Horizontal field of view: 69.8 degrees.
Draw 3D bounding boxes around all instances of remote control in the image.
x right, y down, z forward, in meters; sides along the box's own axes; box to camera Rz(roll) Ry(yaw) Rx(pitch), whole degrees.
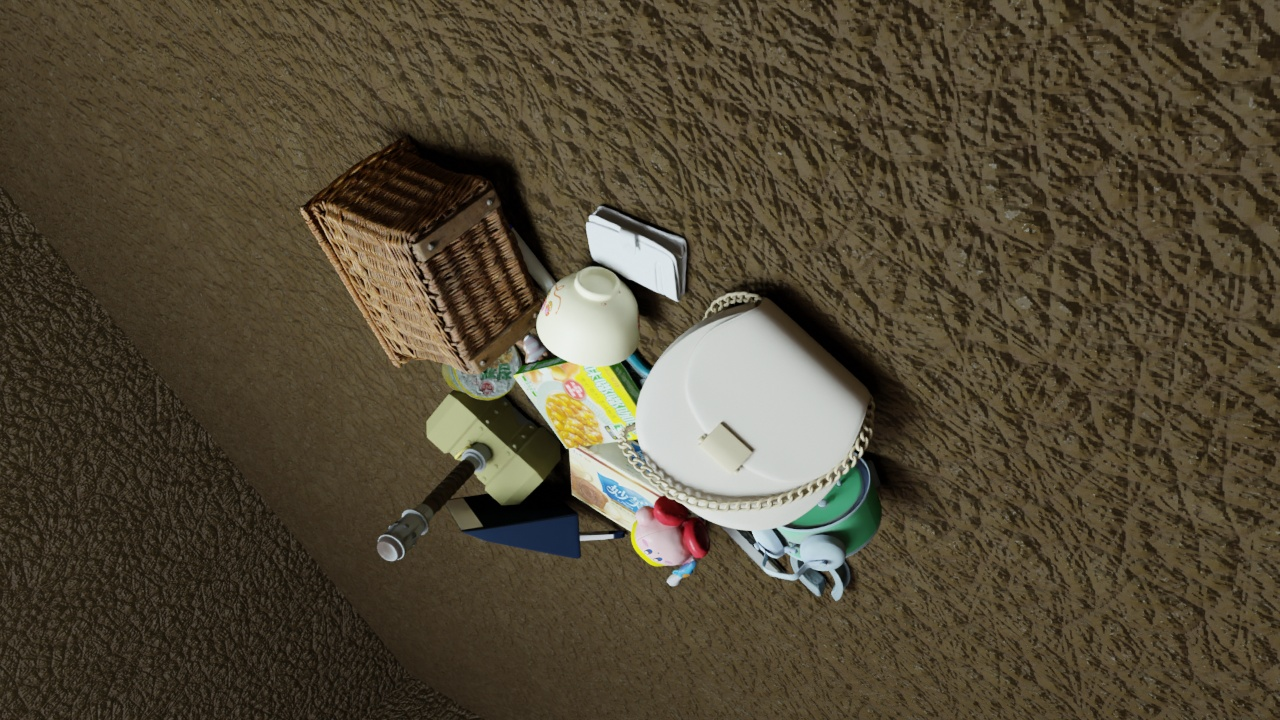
[{"bbox_3d":[0.146,0.249,1.266,0.136,0.013,0.033,46,149,-11],"label":"remote control"}]

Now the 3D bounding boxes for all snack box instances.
[{"bbox_3d":[-0.070,0.051,1.181,0.168,0.027,0.132,-13,119,42],"label":"snack box"},{"bbox_3d":[-0.006,0.185,1.309,0.207,0.055,0.154,28,146,20],"label":"snack box"}]

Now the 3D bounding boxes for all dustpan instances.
[{"bbox_3d":[-0.158,0.262,1.453,0.236,0.272,0.080,-171,76,-71],"label":"dustpan"}]

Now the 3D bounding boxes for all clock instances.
[{"bbox_3d":[0.183,0.165,0.981,0.122,0.161,0.075,8,136,41],"label":"clock"}]

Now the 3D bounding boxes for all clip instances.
[{"bbox_3d":[0.232,0.245,1.158,0.108,0.027,0.163,1,132,44],"label":"clip"}]

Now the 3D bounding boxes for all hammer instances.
[{"bbox_3d":[-0.267,0.175,1.309,0.190,0.323,0.101,43,124,-3],"label":"hammer"}]

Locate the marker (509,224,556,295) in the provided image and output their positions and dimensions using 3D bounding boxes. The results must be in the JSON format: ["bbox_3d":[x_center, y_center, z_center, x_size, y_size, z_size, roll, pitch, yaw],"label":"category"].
[{"bbox_3d":[-0.120,-0.104,1.115,0.020,0.020,0.141,-13,120,53],"label":"marker"}]

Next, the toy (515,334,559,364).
[{"bbox_3d":[-0.136,-0.007,1.230,0.102,0.041,0.055,41,172,-14],"label":"toy"}]

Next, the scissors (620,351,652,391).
[{"bbox_3d":[-0.013,0.007,1.134,0.149,0.019,0.122,18,138,25],"label":"scissors"}]

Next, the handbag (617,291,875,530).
[{"bbox_3d":[0.107,0.057,0.929,0.210,0.103,0.209,42,104,-1],"label":"handbag"}]

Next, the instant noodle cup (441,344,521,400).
[{"bbox_3d":[-0.235,0.009,1.314,0.102,0.102,0.108,51,156,-16],"label":"instant noodle cup"}]

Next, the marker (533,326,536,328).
[{"bbox_3d":[-0.171,-0.058,1.218,0.126,0.025,0.025,9,136,41],"label":"marker"}]

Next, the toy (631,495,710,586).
[{"bbox_3d":[0.033,0.237,1.225,0.124,0.096,0.132,40,129,-12],"label":"toy"}]

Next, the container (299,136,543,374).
[{"bbox_3d":[-0.238,-0.110,1.081,0.183,0.161,0.250,21,144,41],"label":"container"}]

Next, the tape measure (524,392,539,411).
[{"bbox_3d":[-0.126,0.050,1.288,0.071,0.042,0.072,43,153,-1],"label":"tape measure"}]

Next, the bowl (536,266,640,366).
[{"bbox_3d":[-0.052,-0.061,1.013,0.118,0.117,0.074,31,136,17],"label":"bowl"}]

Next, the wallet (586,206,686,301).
[{"bbox_3d":[-0.005,-0.110,0.972,0.116,0.032,0.086,24,147,26],"label":"wallet"}]
